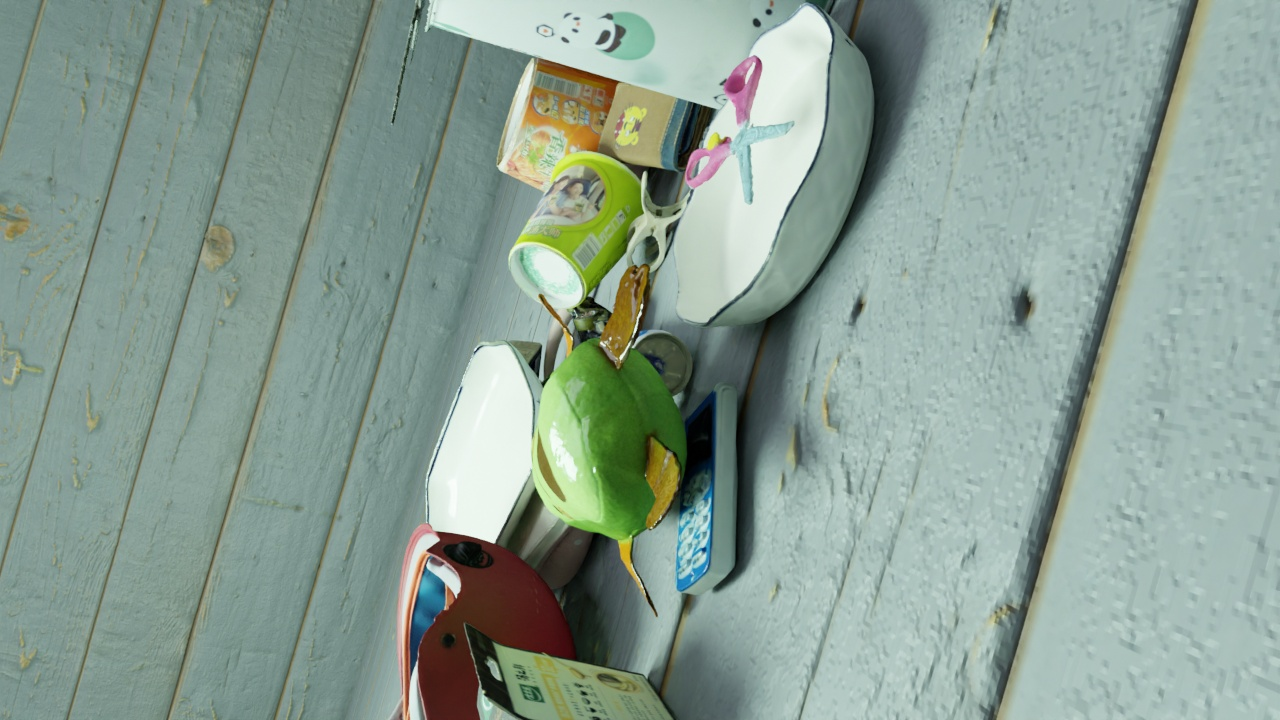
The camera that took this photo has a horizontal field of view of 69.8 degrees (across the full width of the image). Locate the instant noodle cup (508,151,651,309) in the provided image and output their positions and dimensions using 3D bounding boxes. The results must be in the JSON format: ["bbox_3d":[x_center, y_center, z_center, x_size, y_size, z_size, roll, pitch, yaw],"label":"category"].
[{"bbox_3d":[-0.063,-0.116,0.866,0.123,0.111,0.112,-59,5,-36],"label":"instant noodle cup"}]

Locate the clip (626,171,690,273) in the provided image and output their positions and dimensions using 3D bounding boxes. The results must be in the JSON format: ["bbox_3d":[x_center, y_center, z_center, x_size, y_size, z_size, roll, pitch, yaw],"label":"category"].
[{"bbox_3d":[0.013,-0.121,0.818,0.100,0.070,0.034,112,166,-45],"label":"clip"}]

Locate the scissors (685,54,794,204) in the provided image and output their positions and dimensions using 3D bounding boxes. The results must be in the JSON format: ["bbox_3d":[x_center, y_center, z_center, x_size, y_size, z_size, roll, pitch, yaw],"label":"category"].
[{"bbox_3d":[0.063,-0.141,0.553,0.118,0.017,0.133,-70,20,-1],"label":"scissors"}]

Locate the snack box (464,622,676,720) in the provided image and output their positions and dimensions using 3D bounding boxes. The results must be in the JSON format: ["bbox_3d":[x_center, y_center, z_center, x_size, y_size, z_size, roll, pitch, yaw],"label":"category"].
[{"bbox_3d":[-0.043,0.205,0.527,0.113,0.125,0.053,-167,93,-74],"label":"snack box"}]

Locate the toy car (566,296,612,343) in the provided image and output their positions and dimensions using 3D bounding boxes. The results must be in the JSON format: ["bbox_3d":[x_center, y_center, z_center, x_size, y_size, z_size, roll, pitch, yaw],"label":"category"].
[{"bbox_3d":[-0.041,-0.022,0.867,0.158,0.042,0.070,-134,26,-71],"label":"toy car"}]

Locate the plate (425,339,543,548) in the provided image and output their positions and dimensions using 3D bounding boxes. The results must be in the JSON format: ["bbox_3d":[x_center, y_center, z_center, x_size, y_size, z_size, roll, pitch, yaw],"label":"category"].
[{"bbox_3d":[-0.142,0.103,0.854,0.162,0.034,0.266,58,133,41],"label":"plate"}]

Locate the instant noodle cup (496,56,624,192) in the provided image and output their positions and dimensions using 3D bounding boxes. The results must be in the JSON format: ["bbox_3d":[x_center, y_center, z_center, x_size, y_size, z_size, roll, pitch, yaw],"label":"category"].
[{"bbox_3d":[-0.078,-0.238,0.954,0.151,0.111,0.151,-164,91,-72],"label":"instant noodle cup"}]

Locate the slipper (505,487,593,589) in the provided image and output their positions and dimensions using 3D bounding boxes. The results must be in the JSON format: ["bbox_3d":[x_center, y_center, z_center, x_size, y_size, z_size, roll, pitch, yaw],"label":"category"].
[{"bbox_3d":[-0.073,0.142,0.820,0.114,0.054,0.275,-93,27,-48],"label":"slipper"}]

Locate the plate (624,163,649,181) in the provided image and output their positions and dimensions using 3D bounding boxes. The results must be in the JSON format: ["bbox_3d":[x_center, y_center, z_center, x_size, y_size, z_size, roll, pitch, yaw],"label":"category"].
[{"bbox_3d":[-0.018,-0.235,1.021,0.192,0.039,0.192,-163,91,-73],"label":"plate"}]

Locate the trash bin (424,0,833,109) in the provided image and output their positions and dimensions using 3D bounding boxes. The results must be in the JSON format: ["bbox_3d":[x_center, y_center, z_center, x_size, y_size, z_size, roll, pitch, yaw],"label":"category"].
[{"bbox_3d":[-0.001,-0.306,0.657,0.230,0.251,0.229,-165,91,-75],"label":"trash bin"}]

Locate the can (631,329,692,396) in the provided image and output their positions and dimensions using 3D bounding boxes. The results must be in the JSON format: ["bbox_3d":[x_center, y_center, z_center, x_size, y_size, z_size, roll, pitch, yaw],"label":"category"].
[{"bbox_3d":[-0.004,0.004,0.724,0.135,0.053,0.053,178,107,-73],"label":"can"}]

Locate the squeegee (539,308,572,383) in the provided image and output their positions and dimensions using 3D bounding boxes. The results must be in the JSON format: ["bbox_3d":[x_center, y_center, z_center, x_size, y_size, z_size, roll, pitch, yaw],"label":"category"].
[{"bbox_3d":[-0.078,-0.050,1.056,0.247,0.040,0.249,-140,68,-74],"label":"squeegee"}]

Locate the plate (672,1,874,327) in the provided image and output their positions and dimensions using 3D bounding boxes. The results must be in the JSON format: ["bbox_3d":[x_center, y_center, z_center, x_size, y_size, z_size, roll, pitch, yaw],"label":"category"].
[{"bbox_3d":[0.080,-0.114,0.575,0.205,0.045,0.205,-164,91,-75],"label":"plate"}]

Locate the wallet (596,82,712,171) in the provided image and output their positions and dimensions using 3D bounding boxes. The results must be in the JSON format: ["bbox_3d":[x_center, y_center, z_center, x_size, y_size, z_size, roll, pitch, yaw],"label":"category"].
[{"bbox_3d":[0.013,-0.221,0.845,0.115,0.033,0.090,20,93,49],"label":"wallet"}]

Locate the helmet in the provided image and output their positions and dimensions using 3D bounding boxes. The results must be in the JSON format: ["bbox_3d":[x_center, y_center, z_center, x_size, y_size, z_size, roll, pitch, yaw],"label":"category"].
[{"bbox_3d":[-0.127,0.243,0.732,0.239,0.144,0.207,-114,38,-61],"label":"helmet"}]

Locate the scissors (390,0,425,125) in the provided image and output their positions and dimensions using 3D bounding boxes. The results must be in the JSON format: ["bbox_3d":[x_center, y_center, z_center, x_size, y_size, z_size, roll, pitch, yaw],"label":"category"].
[{"bbox_3d":[-0.153,-0.250,0.639,0.159,0.014,0.179,-116,41,-69],"label":"scissors"}]

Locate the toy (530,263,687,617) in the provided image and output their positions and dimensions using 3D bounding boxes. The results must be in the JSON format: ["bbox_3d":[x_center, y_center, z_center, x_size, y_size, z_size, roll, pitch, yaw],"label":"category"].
[{"bbox_3d":[-0.024,0.053,0.591,0.247,0.090,0.226,121,136,-66],"label":"toy"}]

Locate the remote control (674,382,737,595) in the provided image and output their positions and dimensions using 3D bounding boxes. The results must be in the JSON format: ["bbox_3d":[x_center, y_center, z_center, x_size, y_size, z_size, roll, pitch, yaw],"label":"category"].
[{"bbox_3d":[0.041,0.077,0.553,0.049,0.024,0.124,128,152,-52],"label":"remote control"}]

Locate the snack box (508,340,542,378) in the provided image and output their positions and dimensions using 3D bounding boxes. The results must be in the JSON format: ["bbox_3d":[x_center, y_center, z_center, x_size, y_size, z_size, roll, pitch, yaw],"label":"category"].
[{"bbox_3d":[-0.148,0.083,1.013,0.177,0.046,0.182,-82,0,-78],"label":"snack box"}]

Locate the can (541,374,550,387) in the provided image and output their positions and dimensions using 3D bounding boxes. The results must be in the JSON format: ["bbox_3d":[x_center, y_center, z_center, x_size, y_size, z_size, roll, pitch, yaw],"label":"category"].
[{"bbox_3d":[-0.084,0.072,0.884,0.147,0.058,0.058,114,164,-53],"label":"can"}]
